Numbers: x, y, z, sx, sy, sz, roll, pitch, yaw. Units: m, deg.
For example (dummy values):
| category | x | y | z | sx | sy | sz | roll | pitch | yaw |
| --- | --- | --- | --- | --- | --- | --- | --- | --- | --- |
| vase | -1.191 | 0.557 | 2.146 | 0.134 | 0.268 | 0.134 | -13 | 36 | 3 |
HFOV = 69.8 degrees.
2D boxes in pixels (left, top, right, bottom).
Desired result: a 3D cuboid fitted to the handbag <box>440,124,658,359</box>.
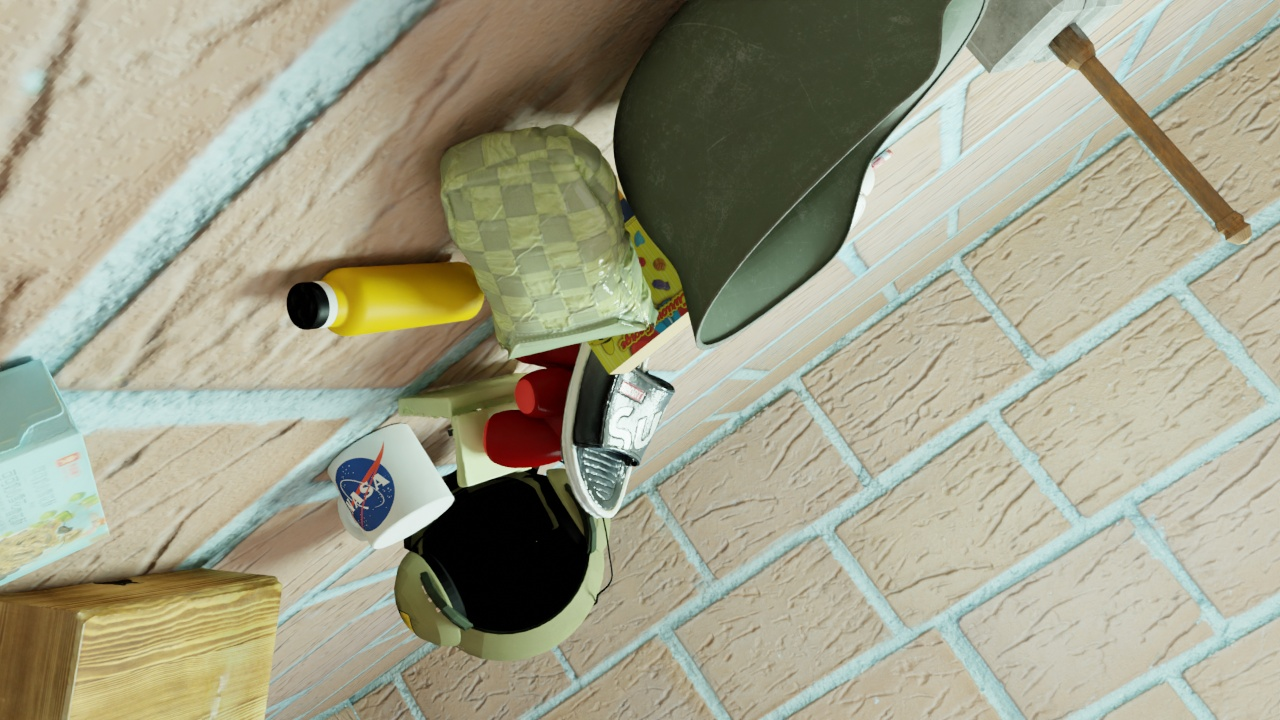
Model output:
| category | x | y | z | sx | sy | sz | roll | pitch | yaw |
| --- | --- | --- | --- | --- | --- | --- | --- | --- | --- |
| handbag | -0.056 | -0.085 | 0.591 | 0.113 | 0.116 | 0.187 | -9 | 144 | 4 |

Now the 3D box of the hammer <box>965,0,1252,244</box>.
| category | x | y | z | sx | sy | sz | roll | pitch | yaw |
| --- | --- | --- | --- | --- | --- | --- | --- | --- | --- |
| hammer | 0.420 | -0.227 | 0.802 | 0.162 | 0.317 | 0.083 | -24 | 164 | -42 |

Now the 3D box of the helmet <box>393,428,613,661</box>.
| category | x | y | z | sx | sy | sz | roll | pitch | yaw |
| --- | --- | --- | --- | --- | --- | --- | --- | --- | --- |
| helmet | -0.162 | 0.210 | 1.036 | 0.249 | 0.255 | 0.233 | -30 | 164 | -17 |

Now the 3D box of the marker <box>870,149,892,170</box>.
| category | x | y | z | sx | sy | sz | roll | pitch | yaw |
| --- | --- | --- | --- | --- | --- | --- | --- | --- | --- |
| marker | 0.257 | -0.215 | 1.154 | 0.142 | 0.013 | 0.012 | -39 | 168 | 20 |

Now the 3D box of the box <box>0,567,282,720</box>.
| category | x | y | z | sx | sy | sz | roll | pitch | yaw |
| --- | --- | --- | --- | --- | --- | --- | --- | --- | --- |
| box | -0.548 | 0.331 | 0.798 | 0.336 | 0.286 | 0.279 | 2 | 172 | 8 |

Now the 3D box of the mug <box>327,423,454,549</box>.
| category | x | y | z | sx | sy | sz | roll | pitch | yaw |
| --- | --- | --- | --- | --- | --- | --- | --- | --- | --- |
| mug | -0.260 | 0.134 | 0.922 | 0.121 | 0.090 | 0.091 | -40 | 167 | 23 |

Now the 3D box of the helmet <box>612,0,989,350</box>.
| category | x | y | z | sx | sy | sz | roll | pitch | yaw |
| --- | --- | --- | --- | --- | --- | --- | --- | --- | --- |
| helmet | 0.083 | -0.154 | 0.560 | 0.267 | 0.154 | 0.227 | -40 | 168 | -9 |

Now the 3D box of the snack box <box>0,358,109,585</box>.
| category | x | y | z | sx | sy | sz | roll | pitch | yaw |
| --- | --- | --- | --- | --- | --- | --- | --- | --- | --- |
| snack box | -0.351 | 0.069 | 0.511 | 0.074 | 0.053 | 0.175 | -28 | 167 | -35 |

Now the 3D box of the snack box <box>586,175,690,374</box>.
| category | x | y | z | sx | sy | sz | roll | pitch | yaw |
| --- | --- | --- | --- | --- | --- | --- | --- | --- | --- |
| snack box | -0.019 | -0.066 | 0.704 | 0.088 | 0.126 | 0.040 | -38 | 168 | 16 |

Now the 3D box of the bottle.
| category | x | y | z | sx | sy | sz | roll | pitch | yaw |
| --- | --- | --- | --- | --- | --- | --- | --- | --- | --- |
| bottle | -0.165 | -0.041 | 0.604 | 0.043 | 0.043 | 0.143 | -41 | 167 | 28 |

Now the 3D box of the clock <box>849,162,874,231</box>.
| category | x | y | z | sx | sy | sz | roll | pitch | yaw |
| --- | --- | --- | --- | --- | --- | --- | --- | --- | --- |
| clock | 0.190 | -0.167 | 1.054 | 0.125 | 0.073 | 0.161 | -26 | 158 | -38 |

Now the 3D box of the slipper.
| category | x | y | z | sx | sy | sz | roll | pitch | yaw |
| --- | --- | --- | --- | --- | --- | --- | --- | --- | --- |
| slipper | -0.005 | 0.005 | 0.785 | 0.063 | 0.263 | 0.111 | 4 | 167 | 30 |

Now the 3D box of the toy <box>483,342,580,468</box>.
| category | x | y | z | sx | sy | sz | roll | pitch | yaw |
| --- | --- | --- | --- | --- | --- | --- | --- | --- | --- |
| toy | -0.065 | -0.001 | 0.847 | 0.158 | 0.121 | 0.197 | -12 | 113 | -57 |

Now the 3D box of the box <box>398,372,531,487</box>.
| category | x | y | z | sx | sy | sz | roll | pitch | yaw |
| --- | --- | --- | --- | --- | --- | --- | --- | --- | --- |
| box | -0.147 | 0.061 | 0.910 | 0.082 | 0.098 | 0.187 | -2 | -177 | 30 |
